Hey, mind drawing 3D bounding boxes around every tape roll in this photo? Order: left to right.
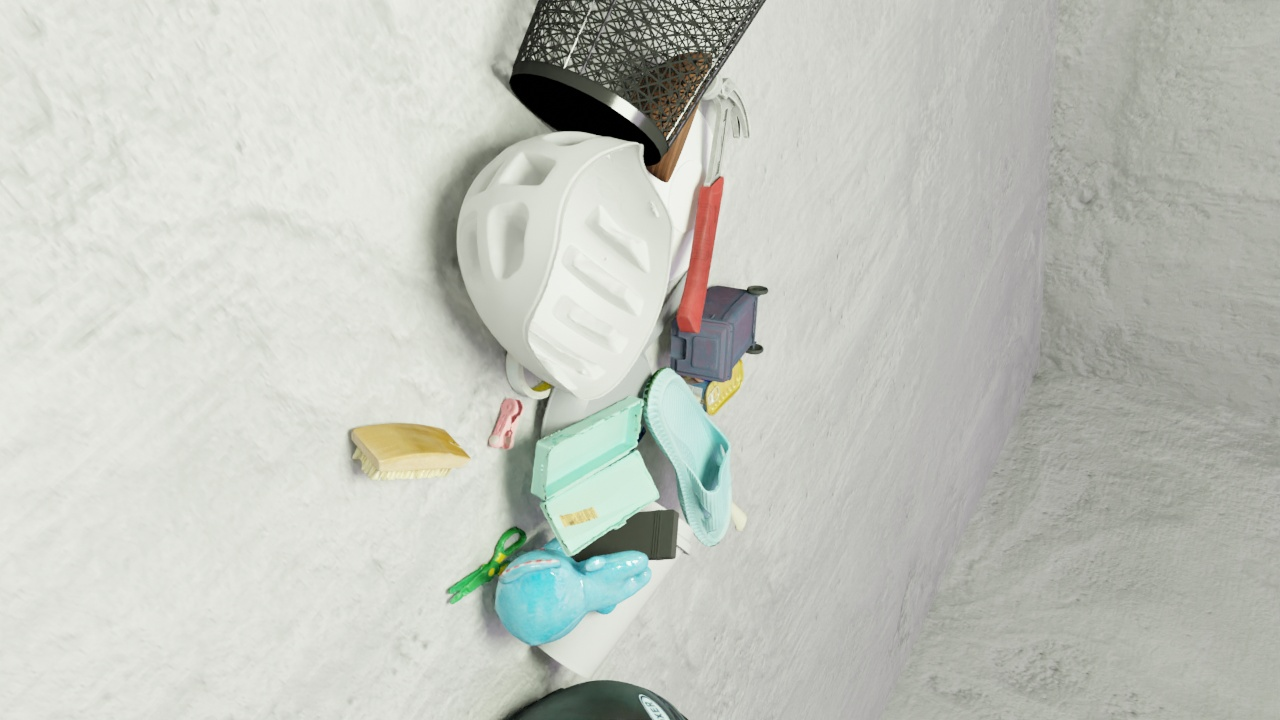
[{"bbox_3d":[-0.110,-0.005,1.013,0.093,0.019,0.094,-28,126,-49],"label":"tape roll"}]

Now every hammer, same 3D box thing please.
[{"bbox_3d":[0.086,-0.191,1.148,0.126,0.036,0.315,12,86,-59],"label":"hammer"}]

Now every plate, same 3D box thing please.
[{"bbox_3d":[0.049,-0.208,1.156,0.228,0.030,0.230,-28,125,-49],"label":"plate"}]

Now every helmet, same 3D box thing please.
[{"bbox_3d":[-0.059,-0.091,0.901,0.224,0.184,0.282,-58,137,-14],"label":"helmet"},{"bbox_3d":[-0.043,0.500,1.091,0.315,0.249,0.236,-20,139,-29],"label":"helmet"}]

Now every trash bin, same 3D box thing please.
[{"bbox_3d":[0.001,-0.336,0.883,0.217,0.217,0.243,32,82,-56],"label":"trash bin"},{"bbox_3d":[0.106,-0.038,1.231,0.160,0.092,0.094,-44,140,-59],"label":"trash bin"}]

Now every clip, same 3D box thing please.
[{"bbox_3d":[-0.142,0.072,0.997,0.060,0.023,0.044,-61,149,-18],"label":"clip"}]

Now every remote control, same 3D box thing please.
[{"bbox_3d":[-0.017,0.210,1.094,0.013,0.134,0.058,40,48,-49],"label":"remote control"}]

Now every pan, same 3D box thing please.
[{"bbox_3d":[-0.007,0.007,1.146,0.355,0.051,0.201,-51,147,-31],"label":"pan"}]

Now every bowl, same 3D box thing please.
[{"bbox_3d":[0.023,-0.281,1.029,0.147,0.069,0.147,34,76,-89],"label":"bowl"}]

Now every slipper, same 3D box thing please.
[{"bbox_3d":[0.079,0.125,1.177,0.115,0.070,0.276,-60,136,-43],"label":"slipper"}]

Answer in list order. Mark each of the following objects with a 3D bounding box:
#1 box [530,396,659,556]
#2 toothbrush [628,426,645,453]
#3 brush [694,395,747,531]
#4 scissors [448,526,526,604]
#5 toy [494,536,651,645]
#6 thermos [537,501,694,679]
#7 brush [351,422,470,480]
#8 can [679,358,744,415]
[{"bbox_3d":[-0.048,0.127,1.043,0.186,0.057,0.138,-21,109,-54],"label":"box"},{"bbox_3d":[-0.047,0.154,1.178,0.189,0.017,0.016,-53,141,-32],"label":"toothbrush"},{"bbox_3d":[0.093,0.148,1.298,0.061,0.077,0.272,-55,131,-36],"label":"brush"},{"bbox_3d":[-0.171,0.242,1.034,0.130,0.014,0.071,-37,132,-45],"label":"scissors"},{"bbox_3d":[-0.080,0.248,1.042,0.180,0.114,0.184,-20,142,-8],"label":"toy"},{"bbox_3d":[-0.036,0.281,1.157,0.221,0.132,0.131,-57,144,-12],"label":"thermos"},{"bbox_3d":[-0.218,0.088,0.865,0.039,0.049,0.117,-57,151,14],"label":"brush"},{"bbox_3d":[0.097,0.031,1.300,0.099,0.059,0.054,-41,135,-41],"label":"can"}]
